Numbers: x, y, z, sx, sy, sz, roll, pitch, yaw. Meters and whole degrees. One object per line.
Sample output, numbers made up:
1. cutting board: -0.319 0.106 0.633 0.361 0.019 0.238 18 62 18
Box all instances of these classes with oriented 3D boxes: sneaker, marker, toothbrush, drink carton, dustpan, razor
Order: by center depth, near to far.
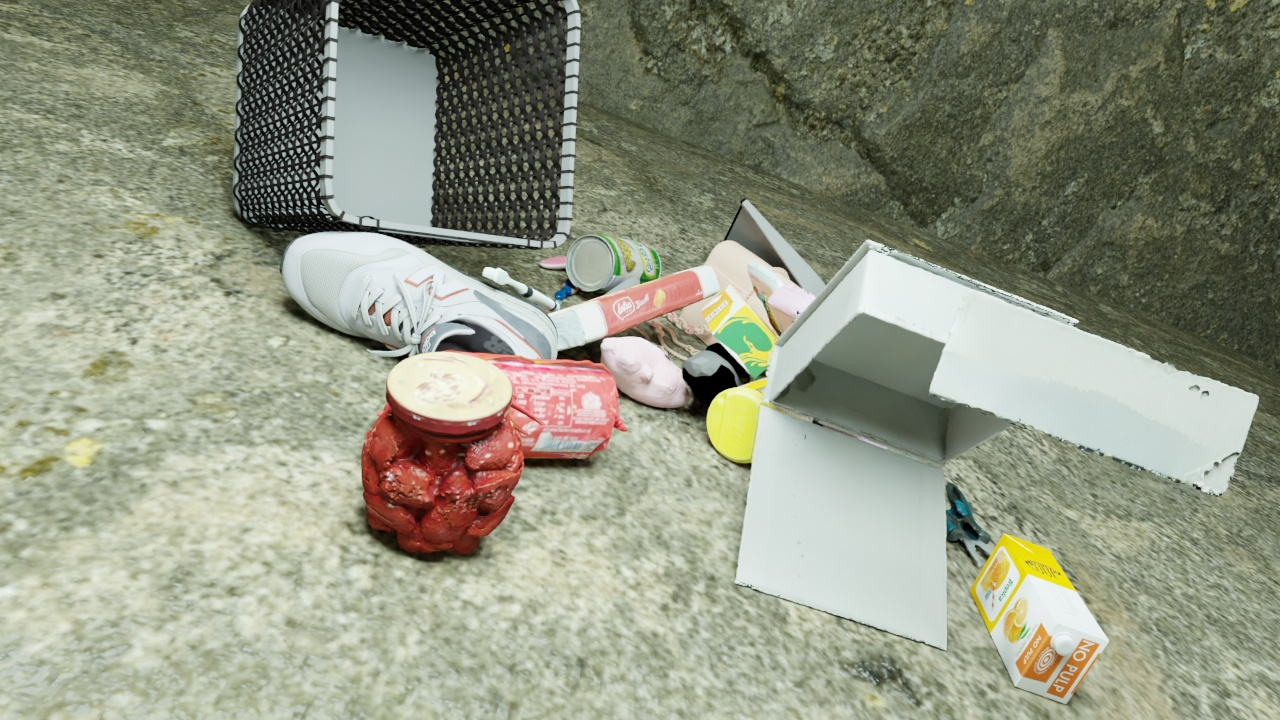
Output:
1. drink carton: 0.292 0.190 0.680 0.040 0.059 0.122 20 20 -4
2. sneaker: -0.170 -0.031 0.736 0.239 0.089 0.124 18 18 -20
3. razor: 0.067 0.014 0.855 0.057 0.060 0.156 -5 1 11
4. toothbrush: -0.108 -0.065 0.864 0.017 0.012 0.186 22 -1 12
5. drink carton: 0.098 -0.031 0.891 0.058 0.041 0.122 45 8 -11
6. marker: -0.035 -0.063 1.013 0.022 0.016 0.138 47 41 2
7. toothbrush: -0.084 -0.083 1.063 0.021 0.017 0.134 25 18 -1
8. dustpan: 0.184 -0.059 1.107 0.257 0.033 0.163 48 -17 9
9. toothbrush: -0.076 -0.123 1.163 0.021 0.016 0.134 35 24 33

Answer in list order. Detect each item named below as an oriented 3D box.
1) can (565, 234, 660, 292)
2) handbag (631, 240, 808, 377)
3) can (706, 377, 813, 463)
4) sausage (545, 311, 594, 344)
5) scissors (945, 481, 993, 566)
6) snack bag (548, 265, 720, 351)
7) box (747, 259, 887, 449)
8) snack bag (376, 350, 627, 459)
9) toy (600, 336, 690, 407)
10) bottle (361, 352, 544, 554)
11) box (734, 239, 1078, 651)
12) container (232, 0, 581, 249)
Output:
1. can: -0.030 -0.113 1.092 0.067 0.067 0.120 31 16 24
2. handbag: 0.083 -0.062 1.022 0.187 0.117 0.198 7 25 -34
3. can: 0.111 0.051 0.838 0.068 0.068 0.104 31 22 24
4. sausage: -0.118 -0.049 0.931 0.155 0.020 0.020 21 20 -1
5. scissors: 0.278 0.140 0.850 0.118 0.019 0.148 22 22 -1
6. snack bag: -0.014 -0.052 0.910 0.078 0.041 0.224 -12 5 41
7. box: 0.165 0.005 0.885 0.201 0.041 0.153 60 -10 -29
8. snack bag: -0.093 0.032 0.664 0.176 0.082 0.082 5 26 -37
9. toy: -0.005 0.005 0.847 0.099 0.052 0.096 33 -3 27
10. bottle: -0.113 0.056 0.544 0.099 0.111 0.098 9 29 -5
11. box: 0.147 0.139 0.708 0.167 0.446 0.164 19 11 -6
12. container: -0.233 -0.235 0.878 0.246 0.245 0.244 1 2 -43
